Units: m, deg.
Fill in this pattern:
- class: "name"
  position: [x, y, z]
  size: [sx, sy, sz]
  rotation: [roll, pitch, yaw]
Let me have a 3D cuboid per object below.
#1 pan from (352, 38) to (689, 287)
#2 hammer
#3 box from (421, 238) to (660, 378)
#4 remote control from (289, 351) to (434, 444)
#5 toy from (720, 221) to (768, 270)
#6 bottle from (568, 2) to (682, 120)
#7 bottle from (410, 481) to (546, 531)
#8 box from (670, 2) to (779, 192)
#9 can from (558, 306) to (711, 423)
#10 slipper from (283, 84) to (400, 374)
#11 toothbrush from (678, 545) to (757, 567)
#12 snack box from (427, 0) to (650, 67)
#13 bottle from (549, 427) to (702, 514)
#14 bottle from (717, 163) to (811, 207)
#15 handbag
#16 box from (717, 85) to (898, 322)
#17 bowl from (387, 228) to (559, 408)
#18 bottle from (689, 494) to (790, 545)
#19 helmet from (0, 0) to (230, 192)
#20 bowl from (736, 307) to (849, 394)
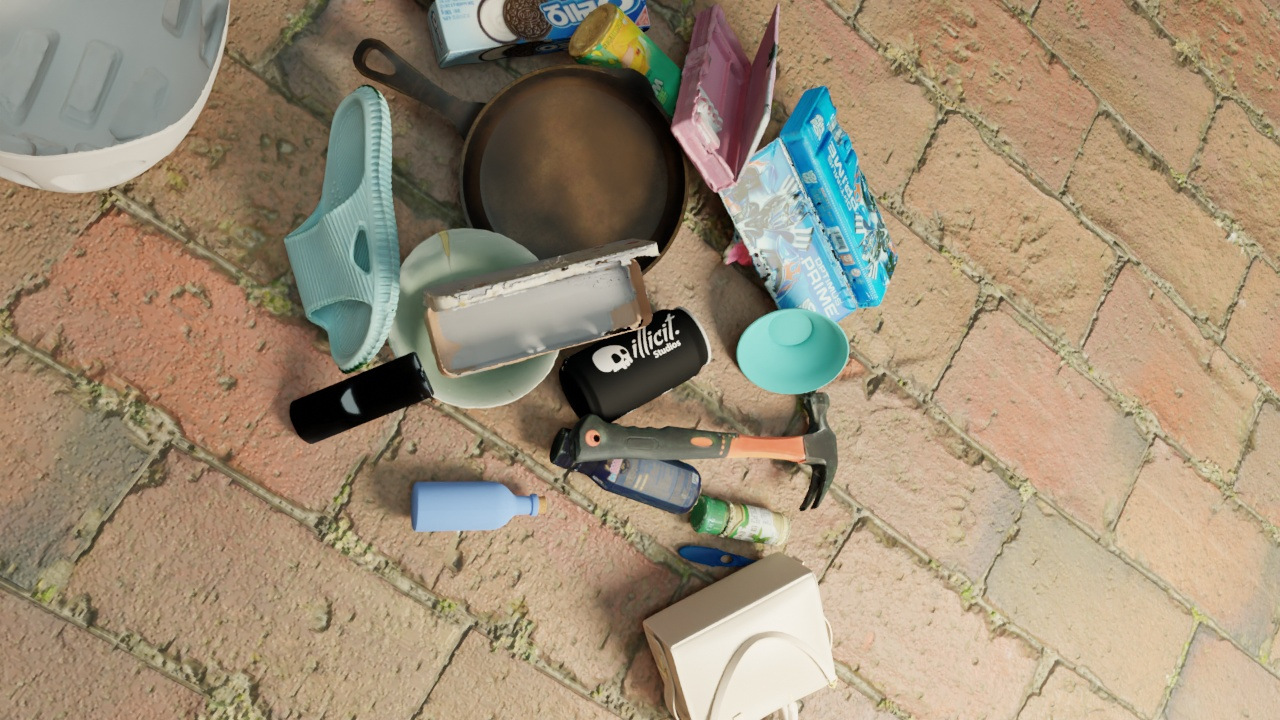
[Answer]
- class: "pan"
  position: [-0.121, -0.212, 0.920]
  size: [0.356, 0.043, 0.249]
  rotation: [31, 98, -9]
- class: "hammer"
  position: [0.076, 0.089, 0.960]
  size: [0.332, 0.033, 0.133]
  rotation: [6, 73, -31]
- class: "box"
  position: [-0.090, -0.047, 0.861]
  size: [0.216, 0.095, 0.108]
  rotation: [-16, 117, -20]
- class: "remote control"
  position: [-0.261, 0.036, 0.853]
  size: [0.141, 0.021, 0.045]
  rotation: [-21, 97, 14]
- class: "toy"
  position: [0.135, -0.134, 1.039]
  size: [0.102, 0.050, 0.065]
  rotation: [12, 113, -28]
- class: "bottle"
  position: [0.019, -0.281, 0.968]
  size: [0.209, 0.068, 0.068]
  rotation: [35, 74, -36]
- class: "bottle"
  position: [-0.158, 0.143, 0.906]
  size: [0.131, 0.048, 0.048]
  rotation: [2, 85, -20]
- class: "box"
  position: [0.106, -0.287, 0.945]
  size: [0.099, 0.099, 0.232]
  rotation: [49, 36, -32]
- class: "can"
  position: [-0.006, 0.006, 0.954]
  size: [0.145, 0.080, 0.080]
  rotation: [-28, 95, -20]
- class: "slipper"
  position: [-0.276, -0.127, 0.851]
  size: [0.069, 0.116, 0.276]
  rotation: [7, 78, -47]
- class: "toothbrush"
  position: [0.103, 0.220, 1.012]
  size: [0.132, 0.016, 0.021]
  rotation: [13, 91, -19]
- class: "snack box"
  position: [-0.104, -0.353, 0.958]
  size: [0.226, 0.059, 0.059]
  rotation: [-15, 94, -21]
- class: "bottle"
  position: [-0.015, 0.113, 0.956]
  size: [0.160, 0.056, 0.056]
  rotation: [21, 79, -17]
- class: "bottle"
  position: [0.145, -0.197, 1.035]
  size: [0.108, 0.060, 0.060]
  rotation: [1, 85, -22]
- class: "handbag"
  position: [0.119, 0.333, 0.975]
  size: [0.194, 0.101, 0.198]
  rotation: [-23, 105, -18]
- class: "box"
  position: [0.200, -0.149, 1.005]
  size: [0.174, 0.064, 0.243]
  rotation: [-45, 124, -17]
- class: "bowl"
  position: [-0.166, -0.038, 0.907]
  size: [0.174, 0.068, 0.174]
  rotation: [2, 84, -18]
- class: "bottle"
  position: [0.110, 0.176, 1.005]
  size: [0.110, 0.043, 0.042]
  rotation: [15, 81, -20]
- class: "helmet"
  position: [-0.466, -0.279, 0.754]
  size: [0.224, 0.184, 0.282]
  rotation: [13, 88, -24]
- class: "bowl"
  position: [0.169, -0.022, 1.025]
  size: [0.121, 0.121, 0.046]
  rotation: [26, 38, -16]
